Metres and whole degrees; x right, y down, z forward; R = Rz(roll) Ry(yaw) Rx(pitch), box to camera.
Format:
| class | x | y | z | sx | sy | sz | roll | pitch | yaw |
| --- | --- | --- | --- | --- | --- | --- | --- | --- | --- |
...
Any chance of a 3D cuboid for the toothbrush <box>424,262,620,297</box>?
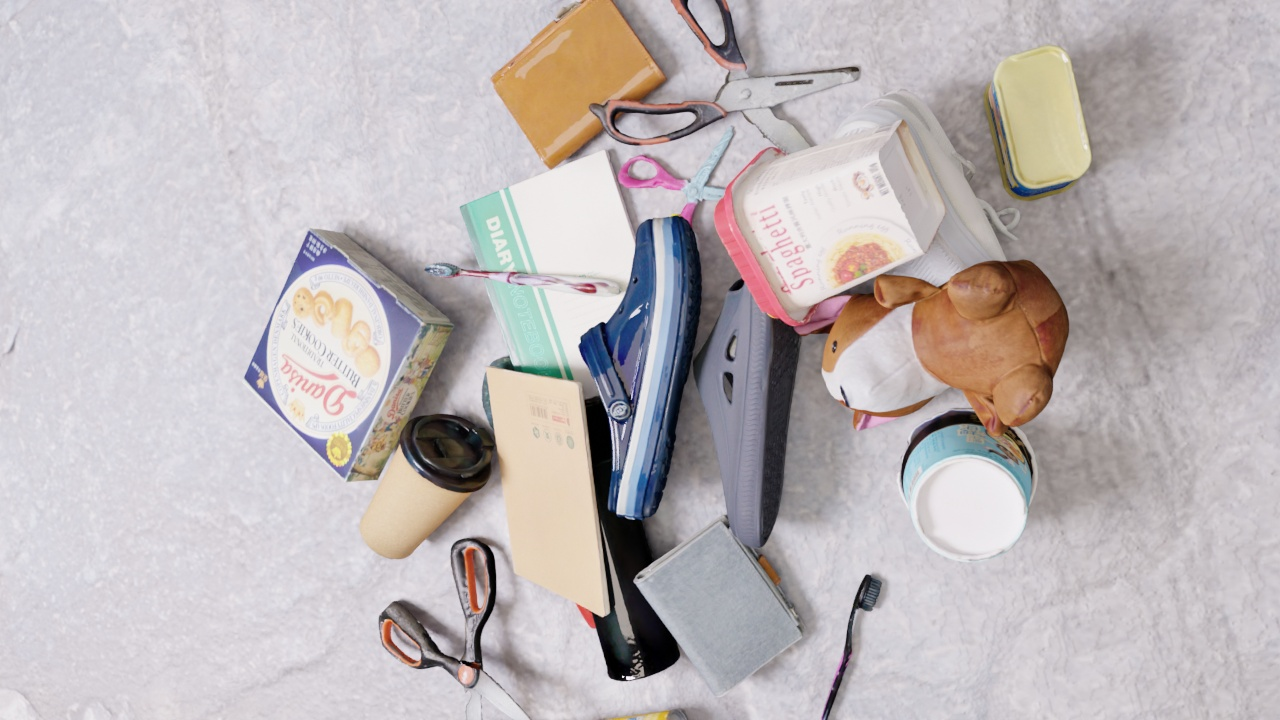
| class | x | y | z | sx | sy | sz | roll | pitch | yaw |
| --- | --- | --- | --- | --- | --- | --- | --- | --- | --- |
| toothbrush | -0.109 | -0.074 | 0.830 | 0.188 | 0.017 | 0.016 | 8 | 98 | 14 |

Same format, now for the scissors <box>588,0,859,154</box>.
| class | x | y | z | sx | sy | sz | roll | pitch | yaw |
| --- | --- | --- | --- | --- | --- | --- | --- | --- | --- |
| scissors | 0.067 | -0.225 | 0.766 | 0.189 | 0.015 | 0.223 | -40 | 92 | 11 |

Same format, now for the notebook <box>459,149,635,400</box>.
| class | x | y | z | sx | sy | sz | roll | pitch | yaw |
| --- | --- | --- | --- | --- | --- | --- | --- | --- | --- |
| notebook | -0.067 | -0.067 | 0.837 | 0.150 | 0.012 | 0.209 | -18 | 91 | 14 |

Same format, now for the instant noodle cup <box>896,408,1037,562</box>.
| class | x | y | z | sx | sy | sz | roll | pitch | yaw |
| --- | --- | --- | --- | --- | --- | --- | --- | --- | --- |
| instant noodle cup | 0.251 | 0.100 | 0.701 | 0.111 | 0.120 | 0.111 | 2 | 97 | 18 |

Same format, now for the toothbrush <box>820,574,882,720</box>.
| class | x | y | z | sx | sy | sz | roll | pitch | yaw |
| --- | --- | --- | --- | --- | --- | --- | --- | --- | --- |
| toothbrush | 0.176 | 0.274 | 0.802 | 0.018 | 0.014 | 0.189 | 15 | 101 | 4 |

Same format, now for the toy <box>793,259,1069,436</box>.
| class | x | y | z | sx | sy | sz | roll | pitch | yaw |
| --- | --- | --- | --- | --- | --- | --- | --- | --- | --- |
| toy | 0.202 | -0.003 | 0.668 | 0.200 | 0.130 | 0.140 | -8 | 109 | 58 |

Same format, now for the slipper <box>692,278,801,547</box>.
| class | x | y | z | sx | sy | sz | roll | pitch | yaw |
| --- | --- | --- | --- | --- | --- | --- | --- | --- | --- |
| slipper | 0.080 | 0.021 | 0.757 | 0.083 | 0.110 | 0.268 | 6 | 101 | 20 |

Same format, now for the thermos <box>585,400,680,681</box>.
| class | x | y | z | sx | sy | sz | roll | pitch | yaw |
| --- | --- | --- | --- | --- | --- | --- | --- | --- | --- |
| thermos | -0.018 | 0.156 | 0.826 | 0.090 | 0.068 | 0.242 | -15 | 91 | 2 |

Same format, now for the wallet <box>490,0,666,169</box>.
| class | x | y | z | sx | sy | sz | roll | pitch | yaw |
| --- | --- | --- | --- | --- | --- | --- | --- | --- | --- |
| wallet | -0.058 | -0.249 | 0.809 | 0.132 | 0.031 | 0.108 | -36 | 83 | 12 |

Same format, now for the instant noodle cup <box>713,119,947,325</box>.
| class | x | y | z | sx | sy | sz | roll | pitch | yaw |
| --- | --- | --- | --- | --- | --- | --- | --- | --- | --- |
| instant noodle cup | 0.136 | -0.102 | 0.647 | 0.124 | 0.116 | 0.116 | -18 | 111 | 39 |

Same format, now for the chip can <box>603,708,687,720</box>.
| class | x | y | z | sx | sy | sz | roll | pitch | yaw |
| --- | --- | --- | --- | --- | --- | --- | --- | --- | --- |
| chip can | -0.058 | 0.377 | 0.860 | 0.214 | 0.072 | 0.072 | -16 | 91 | 18 |

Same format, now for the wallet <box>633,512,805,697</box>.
| class | x | y | z | sx | sy | sz | roll | pitch | yaw |
| --- | --- | --- | --- | --- | --- | --- | --- | --- | --- |
| wallet | 0.072 | 0.211 | 0.803 | 0.106 | 0.037 | 0.130 | -35 | 97 | -4 |

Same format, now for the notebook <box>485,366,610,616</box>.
| class | x | y | z | sx | sy | sz | roll | pitch | yaw |
| --- | --- | --- | --- | --- | --- | --- | --- | --- | --- |
| notebook | -0.085 | 0.112 | 0.820 | 0.148 | 0.008 | 0.208 | 8 | 108 | 50 |

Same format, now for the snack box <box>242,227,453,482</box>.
| class | x | y | z | sx | sy | sz | roll | pitch | yaw |
| --- | --- | --- | --- | --- | --- | --- | --- | --- | --- |
| snack box | -0.286 | -0.006 | 0.884 | 0.178 | 0.045 | 0.183 | 36 | 105 | 26 |

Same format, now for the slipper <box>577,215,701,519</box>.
| class | x | y | z | sx | sy | sz | roll | pitch | yaw |
| --- | --- | --- | --- | --- | --- | --- | --- | --- | --- |
| slipper | -0.005 | 0.004 | 0.766 | 0.095 | 0.105 | 0.253 | 8 | 95 | 5 |

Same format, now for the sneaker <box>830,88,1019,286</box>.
| class | x | y | z | sx | sy | sz | roll | pitch | yaw |
| --- | --- | --- | --- | --- | --- | --- | --- | --- | --- |
| sneaker | 0.237 | -0.099 | 0.713 | 0.090 | 0.090 | 0.242 | -17 | 111 | 51 |

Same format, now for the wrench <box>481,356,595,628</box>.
| class | x | y | z | sx | sy | sz | roll | pitch | yaw |
| --- | --- | --- | --- | --- | --- | --- | --- | --- | --- |
| wrench | -0.089 | 0.126 | 0.871 | 0.056 | 0.016 | 0.273 | -22 | 88 | 19 |

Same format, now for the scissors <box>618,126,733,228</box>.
| class | x | y | z | sx | sy | sz | roll | pitch | yaw |
| --- | --- | --- | --- | --- | --- | --- | --- | --- | --- |
| scissors | 0.039 | -0.148 | 0.800 | 0.135 | 0.017 | 0.133 | 33 | 101 | 14 |

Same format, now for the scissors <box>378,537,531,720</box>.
| class | x | y | z | sx | sy | sz | roll | pitch | yaw |
| --- | --- | --- | --- | --- | --- | --- | --- | --- | --- |
| scissors | -0.174 | 0.280 | 0.883 | 0.221 | 0.021 | 0.232 | 7 | 84 | 31 |

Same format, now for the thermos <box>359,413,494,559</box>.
| class | x | y | z | sx | sy | sz | roll | pitch | yaw |
| --- | --- | --- | --- | --- | --- | --- | --- | --- | --- |
| thermos | -0.208 | 0.121 | 0.875 | 0.093 | 0.092 | 0.143 | 42 | 115 | 9 |

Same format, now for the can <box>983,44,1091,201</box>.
| class | x | y | z | sx | sy | sz | roll | pitch | yaw |
| --- | --- | --- | --- | --- | --- | --- | --- | --- | --- |
| can | 0.292 | -0.173 | 0.676 | 0.057 | 0.083 | 0.102 | -13 | 92 | 19 |
